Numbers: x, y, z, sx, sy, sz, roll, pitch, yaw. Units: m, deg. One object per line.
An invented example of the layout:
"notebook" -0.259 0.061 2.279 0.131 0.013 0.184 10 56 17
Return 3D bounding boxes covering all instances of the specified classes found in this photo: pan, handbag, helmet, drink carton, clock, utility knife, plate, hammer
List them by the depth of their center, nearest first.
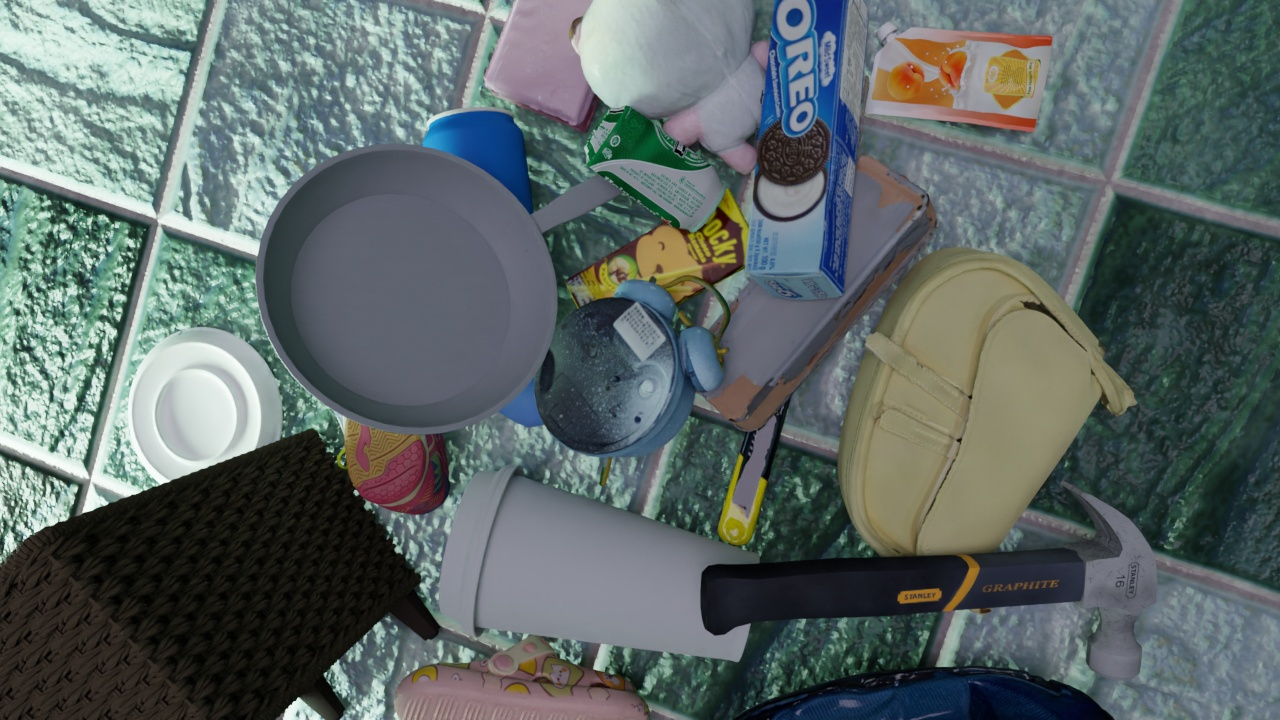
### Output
"helmet" 0.166 0.359 0.604 0.316 0.249 0.236 -11 104 -13
"hammer" 0.195 0.157 0.620 0.312 0.035 0.139 -3 102 -6
"handbag" 0.229 0.047 0.651 0.191 0.088 0.233 30 98 3
"pan" -0.097 -0.086 0.661 0.355 0.051 0.201 -33 95 -28
"clock" -0.004 0.004 0.668 0.162 0.060 0.118 -44 59 8
"drink carton" 0.230 -0.209 0.672 0.122 0.038 0.069 11 94 17
"utility knife" 0.099 0.040 0.713 0.029 0.020 0.213 15 92 11
"plate" -0.392 0.048 0.816 0.157 0.014 0.157 0 92 11

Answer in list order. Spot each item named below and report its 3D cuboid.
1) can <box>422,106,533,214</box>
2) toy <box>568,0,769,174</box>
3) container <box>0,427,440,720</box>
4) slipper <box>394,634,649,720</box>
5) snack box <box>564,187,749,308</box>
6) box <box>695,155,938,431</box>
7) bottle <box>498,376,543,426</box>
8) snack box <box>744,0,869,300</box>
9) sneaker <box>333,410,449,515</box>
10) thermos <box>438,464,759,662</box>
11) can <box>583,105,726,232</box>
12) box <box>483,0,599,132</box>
"can" -0.124 -0.117 0.723 0.079 0.079 0.146 -8 90 12
"toy" 0.041 -0.221 0.682 0.138 0.101 0.179 -45 107 -5
"container" -0.299 0.205 0.656 0.176 0.320 0.205 -42 90 10
"slipper" -0.092 0.262 0.727 0.197 0.081 0.093 10 127 -10
"snack box" 0.018 -0.072 0.722 0.149 0.025 0.061 -28 87 11
"box" 0.123 -0.047 0.678 0.216 0.062 0.081 -49 61 6
"bottle" -0.095 0.025 0.737 0.131 0.048 0.048 30 97 9
"snack box" 0.120 -0.158 0.651 0.059 0.059 0.226 2 77 30
"sneaker" -0.225 0.021 0.757 0.116 0.091 0.241 -30 66 6
"thermos" -0.028 0.161 0.695 0.222 0.131 0.131 12 94 4
"can" 0.010 -0.139 0.666 0.101 0.053 0.053 34 98 -13
"box" -0.041 -0.305 0.724 0.098 0.037 0.233 22 96 5
